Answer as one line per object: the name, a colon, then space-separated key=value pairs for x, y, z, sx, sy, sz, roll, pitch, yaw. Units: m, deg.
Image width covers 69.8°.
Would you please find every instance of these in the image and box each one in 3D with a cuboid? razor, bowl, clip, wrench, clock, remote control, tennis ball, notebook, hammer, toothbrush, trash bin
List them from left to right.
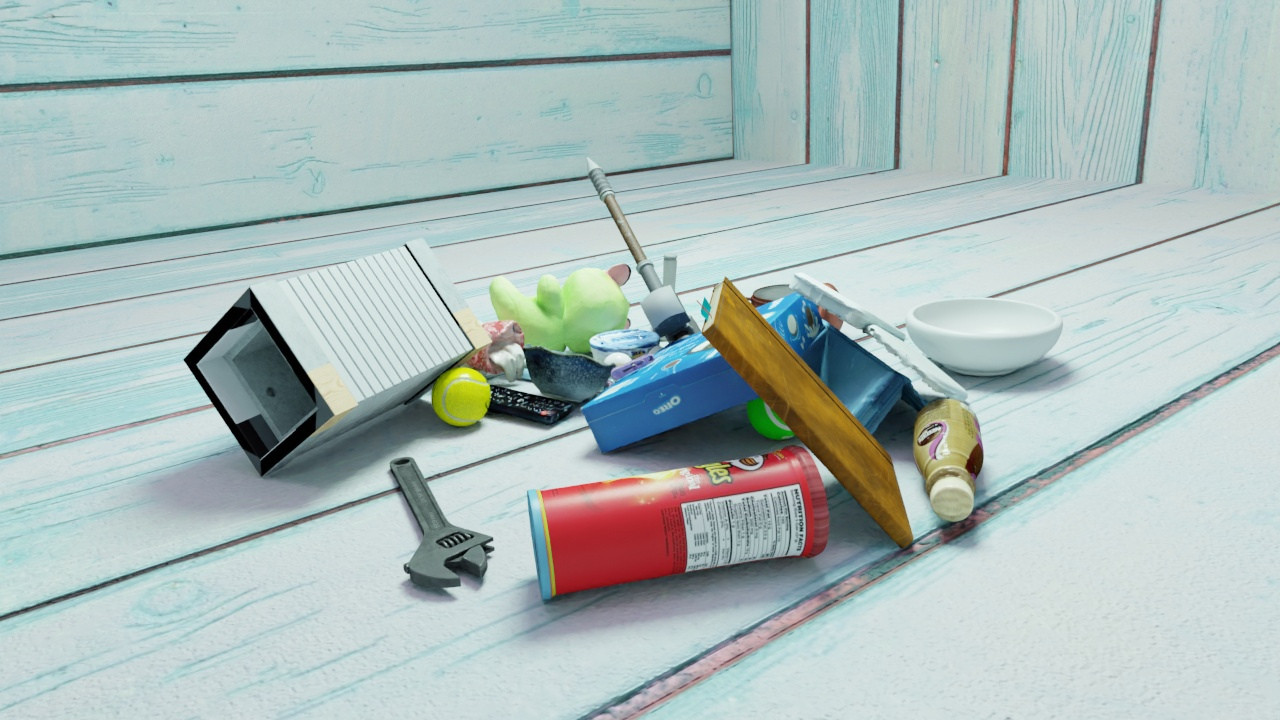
trash bin: x=-0.312 y=-0.011 z=0.980 sx=0.143 sy=0.142 sz=0.246 roll=-34 pitch=0 yaw=33
wrench: x=-0.188 y=0.133 z=0.806 sx=0.073 sy=0.018 sz=0.273 roll=-11 pitch=18 yaw=-22
tennis ball: x=-0.199 y=0.040 z=1.016 sx=0.065 sy=0.065 sz=0.065 roll=-3 pitch=18 yaw=1
remote control: x=-0.149 y=0.051 z=1.053 sx=0.150 sy=0.022 sz=0.047 roll=11 pitch=21 yaw=33
toothbrush: x=-0.098 y=0.024 z=1.134 sx=0.155 sy=0.022 sz=0.016 roll=8 pitch=-21 yaw=32
bowl: x=-0.086 y=0.017 z=1.064 sx=0.110 sy=0.055 sz=0.110 roll=12 pitch=-2 yaw=0
clock: x=-0.013 y=-0.003 z=1.144 sx=0.088 sy=0.052 sz=0.125 roll=-9 pitch=19 yaw=-19
hammer: x=-0.009 y=-0.151 z=1.202 sx=0.043 sy=0.322 sz=0.156 roll=-30 pitch=-26 yaw=7
clip: x=-0.006 y=0.005 z=0.993 sx=0.052 sy=0.014 sz=0.043 roll=-24 pitch=6 yaw=19
razor: x=0.041 y=-0.096 z=1.319 sx=0.047 sy=0.116 sz=0.088 roll=2 pitch=18 yaw=-1
tennis ball: x=0.141 y=0.048 z=0.933 sx=0.065 sy=0.065 sz=0.065 roll=-3 pitch=18 yaw=1
notebook: x=0.136 y=0.027 z=0.780 sx=0.014 sy=0.249 sz=0.178 roll=-41 pitch=8 yaw=18
clock: x=0.218 y=-0.060 z=1.248 sx=0.158 sy=0.072 sz=0.120 roll=-1 pitch=18 yaw=8
bowl: x=0.411 y=-0.024 z=1.108 sx=0.176 sy=0.066 sz=0.176 roll=-3 pitch=18 yaw=1

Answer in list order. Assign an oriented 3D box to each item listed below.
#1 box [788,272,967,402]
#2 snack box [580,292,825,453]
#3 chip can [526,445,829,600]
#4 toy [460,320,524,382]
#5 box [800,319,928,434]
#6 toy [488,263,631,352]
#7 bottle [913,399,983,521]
box: x=0.255 y=-0.024 z=0.961 sx=0.191 sy=0.045 sz=0.209 roll=41 pitch=13 yaw=27
snack box: x=0.074 y=0.005 z=0.975 sx=0.196 sy=0.056 sz=0.238 roll=-22 pitch=7 yaw=30
chip can: x=0.026 y=0.121 z=0.692 sx=0.213 sy=0.087 sz=0.087 roll=-7 pitch=18 yaw=-10
toy: x=-0.207 y=-0.010 z=1.140 sx=0.195 sy=0.084 sz=0.158 roll=5 pitch=1 yaw=43
box: x=0.237 y=0.040 z=0.995 sx=0.111 sy=0.094 sz=0.231 roll=37 pitch=7 yaw=-17
toy: x=-0.097 y=-0.056 z=1.210 sx=0.196 sy=0.150 sz=0.107 roll=-7 pitch=47 yaw=-12
bottle: x=0.268 y=0.088 z=0.796 sx=0.060 sy=0.060 sz=0.165 roll=2 pitch=19 yaw=16
